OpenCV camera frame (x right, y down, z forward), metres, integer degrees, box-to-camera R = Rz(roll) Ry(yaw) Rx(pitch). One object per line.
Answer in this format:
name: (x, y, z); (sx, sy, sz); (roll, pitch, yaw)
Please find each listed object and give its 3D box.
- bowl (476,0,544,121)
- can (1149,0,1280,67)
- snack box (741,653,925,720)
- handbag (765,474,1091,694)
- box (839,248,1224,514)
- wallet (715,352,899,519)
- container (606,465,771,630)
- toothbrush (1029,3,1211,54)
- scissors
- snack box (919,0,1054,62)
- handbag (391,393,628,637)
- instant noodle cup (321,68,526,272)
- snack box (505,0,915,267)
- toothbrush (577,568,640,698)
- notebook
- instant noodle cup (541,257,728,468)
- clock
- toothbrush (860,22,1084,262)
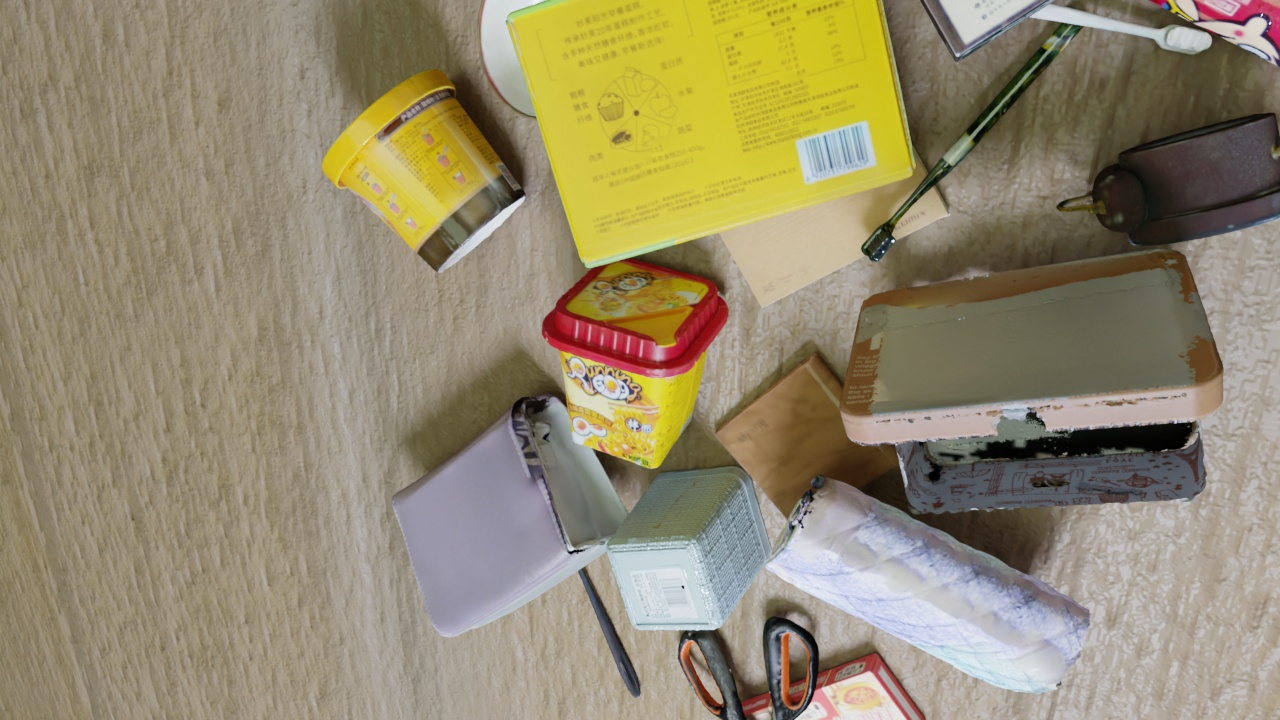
bowl: (-0.052, -0.225, 0.638); (0.114, 0.062, 0.113); (9, 108, 28)
can: (0.329, -0.186, 0.473); (0.133, 0.053, 0.053); (33, 121, 11)
snack box: (0.156, 0.306, 0.775); (0.153, 0.025, 0.075); (-35, 93, 33)
handbag: (0.187, 0.152, 0.633); (0.194, 0.134, 0.075); (26, 75, 8)
box: (0.227, 0.027, 0.528); (0.183, 0.192, 0.157); (-9, 107, 29)
wallet: (0.125, 0.064, 0.698); (0.101, 0.020, 0.116); (49, 125, 3)
container: (0.036, 0.149, 0.720); (0.090, 0.111, 0.090); (-9, 106, 30)
toothbrush: (0.228, -0.200, 0.522); (0.180, 0.016, 0.016); (18, 110, 12)
scissors: (0.108, 0.314, 0.767); (0.221, 0.021, 0.211); (46, 118, 24)
snack box: (0.189, -0.246, 0.489); (0.113, 0.053, 0.125); (-30, 92, 21)
handbag: (-0.117, 0.135, 0.799); (0.198, 0.098, 0.145); (-37, 75, 34)
instant noodle cup: (-0.159, -0.140, 0.703); (0.119, 0.118, 0.114); (-37, 99, 33)
snack box: (0.043, -0.162, 0.559); (0.210, 0.070, 0.158); (-15, 105, 8)
toothbrush: (-0.039, 0.235, 0.850); (0.018, 0.015, 0.181); (-18, 100, 37)
notebook: (0.093, -0.157, 0.629); (0.150, 0.012, 0.211); (-27, 96, 33)
instant noodle cup: (-0.004, 0.004, 0.689); (0.116, 0.115, 0.124); (17, 128, 19)
clock: (0.297, -0.096, 0.509); (0.122, 0.081, 0.055); (-12, 100, 29)
toothbrush: (0.203, -0.133, 0.567); (0.012, 0.017, 0.186); (28, 117, -22)
